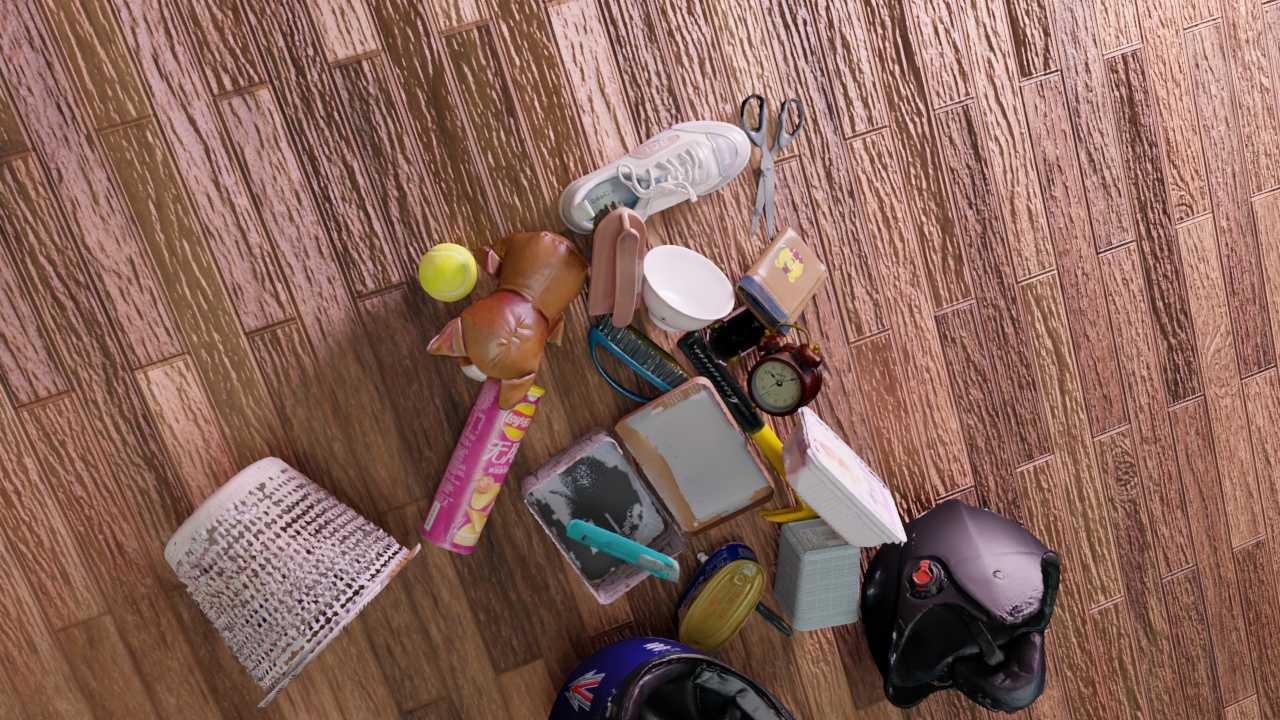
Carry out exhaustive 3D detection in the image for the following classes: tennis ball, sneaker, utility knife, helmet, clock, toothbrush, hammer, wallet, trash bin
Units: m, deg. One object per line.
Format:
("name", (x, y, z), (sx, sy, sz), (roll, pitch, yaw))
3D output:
("tennis ball", (-0.217, -0.099, 1.034), (0.065, 0.065, 0.065), (-2, 99, -12))
("sneaker", (0.022, -0.214, 1.055), (0.242, 0.091, 0.089), (-24, 104, -8))
("utility knife", (-0.018, 0.221, 1.065), (0.151, 0.013, 0.029), (25, 98, -12))
("helmet", (0.390, 0.305, 1.147), (0.274, 0.230, 0.234), (-28, 129, -7))
("clock", (0.173, 0.013, 1.093), (0.082, 0.055, 0.122), (19, 115, 24))
("toothbrush", (0.140, 0.309, 1.203), (0.181, 0.018, 0.015), (43, 85, -16))
("hammer", (0.145, 0.084, 1.160), (0.128, 0.033, 0.301), (-40, 105, -5))
("helmet", (0.036, 0.473, 1.087), (0.315, 0.241, 0.246), (35, 55, -8))
("wallet", (0.174, -0.096, 1.118), (0.090, 0.033, 0.115), (47, 61, -14))
("trash bin", (-0.385, 0.220, 0.987), (0.192, 0.227, 0.227), (45, 88, -2))

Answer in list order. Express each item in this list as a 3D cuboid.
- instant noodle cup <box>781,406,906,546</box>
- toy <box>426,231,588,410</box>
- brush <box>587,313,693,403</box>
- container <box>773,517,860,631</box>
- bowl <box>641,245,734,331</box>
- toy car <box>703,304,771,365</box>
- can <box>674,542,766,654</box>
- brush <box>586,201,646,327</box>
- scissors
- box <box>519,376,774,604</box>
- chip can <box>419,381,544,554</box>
("instant noodle cup", (0.238, 0.151, 1.115), (0.060, 0.137, 0.173), (-40, 107, 19))
("toy", (-0.143, -0.052, 1.019), (0.140, 0.131, 0.199), (34, 60, -18))
("brush", (-0.006, 0.006, 1.102), (0.144, 0.055, 0.073), (38, 95, -16))
("container", (0.224, 0.266, 1.163), (0.090, 0.090, 0.111), (-7, 114, -11))
("bowl", (0.045, -0.073, 1.089), (0.118, 0.118, 0.065), (19, 133, -14))
("toy car", (0.128, -0.038, 1.127), (0.122, 0.037, 0.056), (-30, 95, -22))
("can", (0.099, 0.301, 1.160), (0.074, 0.049, 0.148), (28, 104, -16))
("brush", (-0.024, -0.107, 1.021), (0.063, 0.073, 0.146), (-8, 139, -16))
("scissors", (0.150, -0.241, 1.121), (0.156, 0.014, 0.168), (42, 91, -17))
("box", (0.010, 0.151, 1.102), (0.260, 0.105, 0.179), (-35, 104, -5))
("chip can", (-0.186, 0.117, 1.073), (0.071, 0.071, 0.210), (23, 94, -15))
